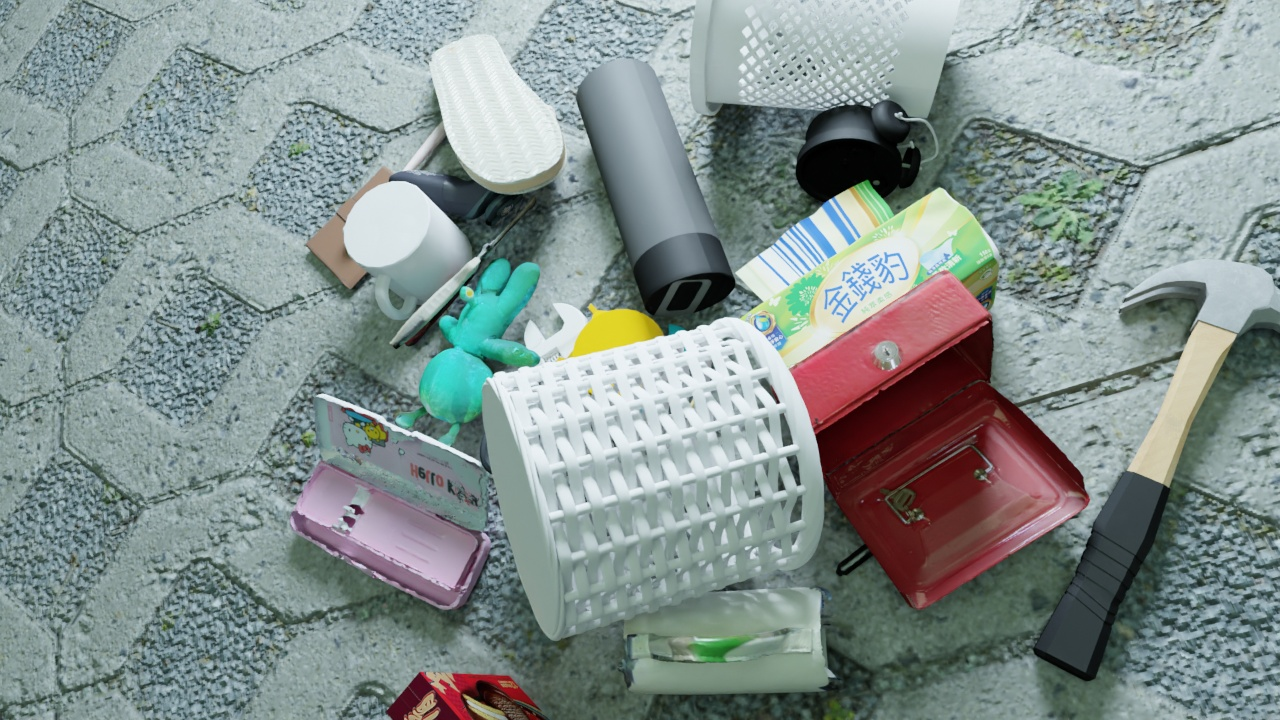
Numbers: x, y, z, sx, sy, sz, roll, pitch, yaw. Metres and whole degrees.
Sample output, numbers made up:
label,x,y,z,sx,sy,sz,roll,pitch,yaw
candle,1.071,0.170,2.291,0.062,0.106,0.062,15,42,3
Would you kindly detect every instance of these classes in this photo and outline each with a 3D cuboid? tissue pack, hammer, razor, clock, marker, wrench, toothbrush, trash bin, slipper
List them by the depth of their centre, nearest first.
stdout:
label,x,y,z,sx,sy,sz,roll,pitch,yaw
hammer,0.375,0.075,0.670,0.131,0.039,0.328,25,81,25
marker,0.214,0.121,0.718,0.152,0.011,0.011,-37,64,2
tissue pack,0.168,-0.062,0.746,0.197,0.120,0.141,-31,63,-3
clock,0.193,-0.179,0.789,0.121,0.091,0.042,-6,58,30
trash bin,0.166,-0.296,0.798,0.200,0.195,0.195,14,75,12
clock,-0.005,0.005,0.805,0.130,0.044,0.099,28,78,16
wrench,-0.060,0.074,0.819,0.066,0.018,0.273,-15,68,11
razor,-0.189,-0.171,0.926,0.143,0.047,0.052,16,117,15
slipper,-0.145,-0.249,0.936,0.115,0.052,0.262,-24,52,-7
toothbrush,-0.250,-0.198,0.967,0.018,0.016,0.181,29,75,29

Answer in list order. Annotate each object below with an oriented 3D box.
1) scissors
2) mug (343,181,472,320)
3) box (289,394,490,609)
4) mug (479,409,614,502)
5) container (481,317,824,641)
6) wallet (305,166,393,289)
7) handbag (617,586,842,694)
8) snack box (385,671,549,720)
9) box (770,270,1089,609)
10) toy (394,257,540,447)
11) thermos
label,x,y,z,sx,sy,sz,roll,pitch,yaw
scissors,-0.172,-0.075,0.871,0.015,0.186,0.178,43,45,-6
mug,-0.228,-0.098,0.892,0.091,0.090,0.121,3,72,19
box,-0.221,0.124,0.829,0.202,0.066,0.154,20,98,23
mug,-0.081,0.080,0.765,0.105,0.071,0.077,21,78,-11
container,0.002,0.081,0.652,0.186,0.190,0.189,-13,65,-17
wallet,-0.289,-0.142,0.969,0.121,0.013,0.087,-47,65,-4
handbag,0.060,0.196,0.648,0.151,0.176,0.074,-7,69,15
snack box,-0.096,0.292,0.676,0.132,0.152,0.036,38,85,25
box,0.199,0.048,0.660,0.157,0.170,0.156,-35,39,2
toy,-0.158,-0.011,0.847,0.131,0.072,0.193,15,76,38
thermos,0.011,-0.158,0.843,0.082,0.082,0.240,-22,66,9
